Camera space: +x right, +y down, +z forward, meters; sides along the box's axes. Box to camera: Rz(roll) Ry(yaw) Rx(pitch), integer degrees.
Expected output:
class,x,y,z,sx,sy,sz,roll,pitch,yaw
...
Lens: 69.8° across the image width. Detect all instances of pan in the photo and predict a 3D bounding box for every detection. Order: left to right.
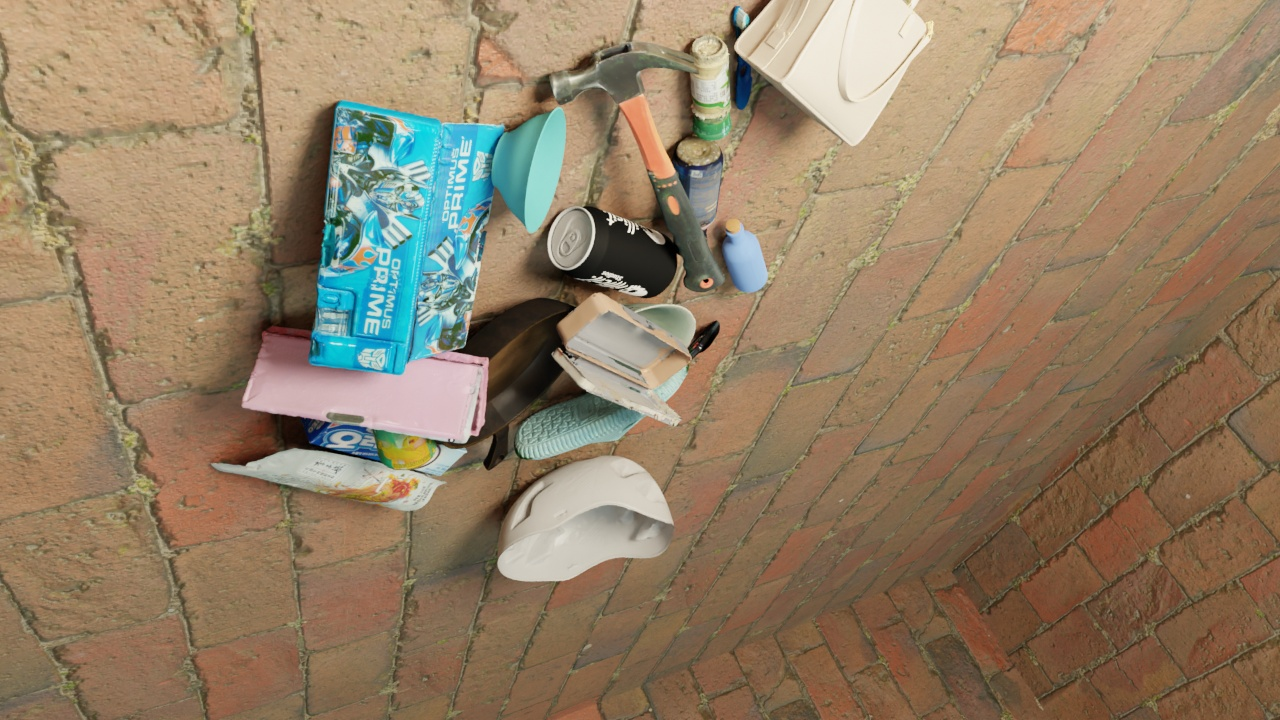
class,x,y,z,sx,sy,sz,roll,pitch,yaw
pan,-0.176,0.044,1.154,0.248,0.043,0.357,-37,163,-31

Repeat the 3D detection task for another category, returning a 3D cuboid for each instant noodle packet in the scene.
class,x,y,z,sx,sy,sz,roll,pitch,yaw
instant noodle packet,-0.384,0.150,1.166,0.147,0.057,0.269,-15,159,26

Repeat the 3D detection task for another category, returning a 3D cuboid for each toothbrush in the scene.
class,x,y,z,sx,sy,sz,roll,pitch,yaw
toothbrush,0.104,-0.304,0.937,0.021,0.016,0.132,-33,150,-12

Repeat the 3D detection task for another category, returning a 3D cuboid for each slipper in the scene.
class,x,y,z,sx,sy,sz,roll,pitch,yaw
slipper,-0.049,0.074,1.291,0.276,0.116,0.069,-27,122,5

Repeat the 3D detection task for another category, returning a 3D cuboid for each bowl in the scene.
class,x,y,z,sx,sy,sz,roll,pitch,yaw
bowl,-0.112,-0.188,0.882,0.046,0.120,0.121,15,144,5
bowl,-0.020,-0.036,1.190,0.174,0.068,0.174,-21,151,-12

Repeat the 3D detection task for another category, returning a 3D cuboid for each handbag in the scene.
class,x,y,z,sx,sy,sz,roll,pitch,yaw
handbag,0.216,-0.339,0.911,0.198,0.101,0.194,-52,146,16

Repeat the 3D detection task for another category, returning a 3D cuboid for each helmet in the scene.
class,x,y,z,sx,sy,sz,roll,pitch,yaw
helmet,-0.098,0.265,1.465,0.282,0.183,0.224,-30,145,-11

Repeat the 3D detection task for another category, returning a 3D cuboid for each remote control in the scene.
class,x,y,z,sx,sy,sz,roll,pitch,yaw
remote control,0.083,-0.021,1.272,0.045,0.021,0.140,-46,180,22

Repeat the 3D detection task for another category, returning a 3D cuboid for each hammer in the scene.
class,x,y,z,sx,sy,sz,roll,pitch,yaw
hammer,0.027,-0.184,0.958,0.133,0.033,0.333,-20,139,7

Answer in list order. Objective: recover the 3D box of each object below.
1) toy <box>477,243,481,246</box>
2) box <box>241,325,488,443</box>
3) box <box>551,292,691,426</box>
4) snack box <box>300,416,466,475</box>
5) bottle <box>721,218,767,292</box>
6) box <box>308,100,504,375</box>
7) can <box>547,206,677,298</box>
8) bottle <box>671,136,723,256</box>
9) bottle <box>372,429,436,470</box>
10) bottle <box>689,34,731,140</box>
class,x,y,z,sx,sy,sz,roll,pitch,yaw
toy,-0.208,-0.132,0.921,0.065,0.050,0.102,-52,147,-24
box,-0.280,0.035,0.937,0.232,0.098,0.100,10,118,-1
box,-0.010,-0.004,1.107,0.216,0.095,0.108,27,93,-55
snack box,-0.316,0.090,1.148,0.059,0.059,0.226,-41,147,14
bottle,0.130,-0.138,1.177,0.048,0.048,0.131,-29,150,2
box,-0.210,-0.105,0.851,0.174,0.063,0.244,-3,119,-36
can,-0.029,-0.122,1.040,0.145,0.080,0.080,12,131,-48
bottle,0.061,-0.182,1.046,0.056,0.056,0.161,-20,149,-14
bottle,-0.277,0.024,1.026,0.068,0.068,0.210,-16,127,-20
bottle,0.070,-0.275,0.930,0.042,0.042,0.110,-24,148,-8
